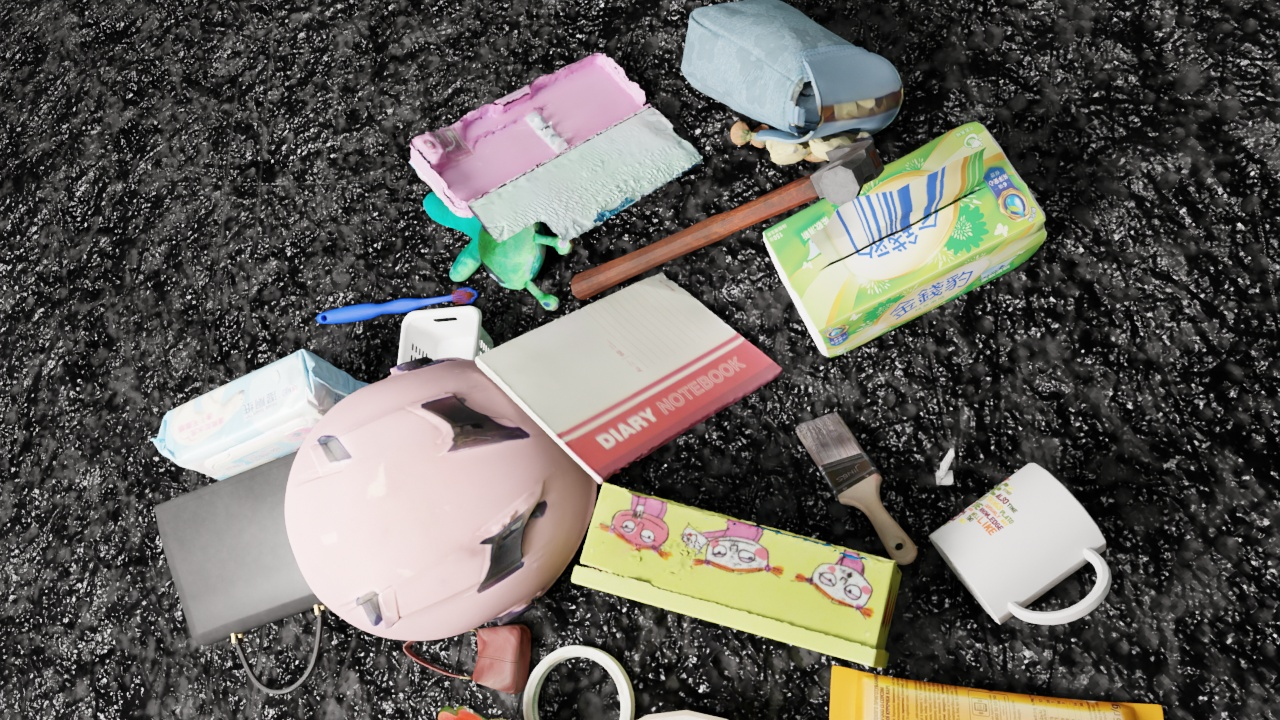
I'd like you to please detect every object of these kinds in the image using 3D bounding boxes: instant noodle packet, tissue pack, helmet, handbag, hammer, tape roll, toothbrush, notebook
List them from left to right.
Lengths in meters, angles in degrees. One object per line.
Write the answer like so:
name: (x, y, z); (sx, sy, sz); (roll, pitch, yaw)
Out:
tissue pack: (-0.345, 0.061, 0.858); (0.182, 0.112, 0.070); (-24, 65, 10)
handbag: (-0.334, 0.201, 0.837); (0.176, 0.072, 0.195); (-21, 71, 12)
toothbrush: (-0.245, -0.053, 0.912); (0.183, 0.018, 0.016); (-7, 99, 16)
helmet: (-0.167, 0.109, 0.730); (0.256, 0.152, 0.230); (-16, 85, 9)
handbag: (-0.151, 0.249, 0.780); (0.120, 0.029, 0.055); (-3, 74, 24)
tape roll: (-0.050, 0.278, 0.740); (0.093, 0.013, 0.093); (-6, 70, 17)
notebook: (-0.004, 0.004, 0.744); (0.208, 0.012, 0.153); (-28, 56, -36)
hammer: (0.058, -0.107, 0.757); (0.302, 0.110, 0.028); (-19, 105, 37)
handbag: (0.122, -0.236, 0.799); (0.121, 0.119, 0.192); (-22, 48, -33)
tissue pack: (0.199, -0.103, 0.708); (0.198, 0.141, 0.120); (-33, 65, 6)
toothbrush: (0.211, 0.073, 0.625); (0.010, 0.181, 0.010); (-4, 77, 14)
instant noodle packet: (0.235, 0.298, 0.606); (0.221, 0.032, 0.159); (4, 67, 8)

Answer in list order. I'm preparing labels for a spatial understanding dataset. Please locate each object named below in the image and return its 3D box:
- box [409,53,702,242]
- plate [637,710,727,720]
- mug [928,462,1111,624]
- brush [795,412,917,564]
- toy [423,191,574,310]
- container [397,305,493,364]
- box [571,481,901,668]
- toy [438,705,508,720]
box: (-0.070, -0.184, 0.833); (0.229, 0.035, 0.159); (-35, 74, -28)
plate: (0.034, 0.346, 0.644); (0.189, 0.027, 0.188); (-5, 73, 17)
mug: (0.270, 0.136, 0.636); (0.089, 0.073, 0.105); (-37, 39, 4)
brush: (0.166, 0.095, 0.700); (0.039, 0.012, 0.151); (-31, 44, 6)
toy: (-0.140, -0.129, 0.877); (0.193, 0.072, 0.131); (39, 127, 28)
container: (-0.178, 0.020, 0.848); (0.081, 0.049, 0.129); (-4, 72, 18)
box: (0.076, 0.161, 0.677); (0.221, 0.124, 0.080); (14, 78, 20)
toy: (-0.119, 0.364, 0.699); (0.134, 0.092, 0.207); (1, 82, 25)
